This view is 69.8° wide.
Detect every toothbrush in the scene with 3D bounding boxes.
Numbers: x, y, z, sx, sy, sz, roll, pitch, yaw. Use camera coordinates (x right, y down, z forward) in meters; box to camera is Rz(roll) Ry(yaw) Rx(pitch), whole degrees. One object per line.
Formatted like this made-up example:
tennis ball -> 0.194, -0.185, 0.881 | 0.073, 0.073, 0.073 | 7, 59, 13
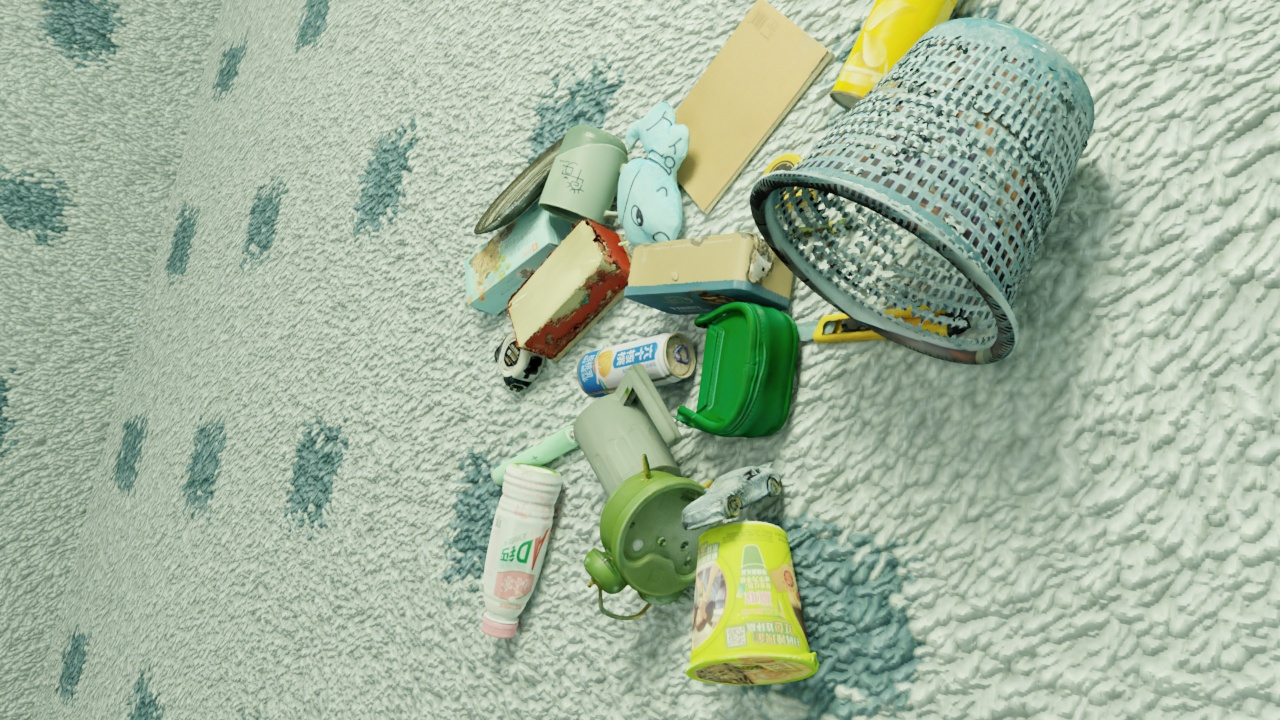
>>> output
toothbrush -> 0.134, -0.124, 0.928 | 0.186, 0.017, 0.012 | -5, 103, 44
toothbrush -> -0.099, 0.100, 1.083 | 0.225, 0.026, 0.027 | -31, 87, 35

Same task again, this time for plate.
plate -> -0.150, -0.224, 1.204 | 0.180, 0.024, 0.179 | -39, 20, 17

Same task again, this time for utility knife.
utility knife -> 0.196, -0.029, 0.835 | 0.215, 0.015, 0.033 | -4, 72, 46

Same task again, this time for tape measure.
tape measure -> -0.151, -0.004, 1.167 | 0.066, 0.033, 0.065 | -47, 50, 27
tape measure -> 0.150, -0.177, 0.922 | 0.060, 0.028, 0.057 | -9, 71, 44

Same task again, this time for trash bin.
trash bin -> 0.231, -0.139, 0.705 | 0.227, 0.226, 0.195 | 28, 78, 47

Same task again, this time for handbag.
handbag -> 0.088, 0.010, 0.889 | 0.120, 0.068, 0.131 | -1, 79, 52

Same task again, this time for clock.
clock -> 0.010, 0.178, 0.884 | 0.056, 0.116, 0.161 | 26, 92, 58

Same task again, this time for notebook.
notebook -> 0.103, -0.286, 1.020 | 0.212, 0.012, 0.149 | -51, 46, 21

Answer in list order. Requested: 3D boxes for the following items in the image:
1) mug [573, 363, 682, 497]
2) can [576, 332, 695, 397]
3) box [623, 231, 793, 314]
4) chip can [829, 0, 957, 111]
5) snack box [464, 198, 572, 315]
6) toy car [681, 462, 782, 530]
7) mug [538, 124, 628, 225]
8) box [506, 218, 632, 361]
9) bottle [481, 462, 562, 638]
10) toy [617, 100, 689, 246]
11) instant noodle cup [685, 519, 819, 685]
mug -> -0.006, 0.083, 0.945 | 0.103, 0.083, 0.124 | 60, 136, 37
can -> -0.006, 0.006, 1.000 | 0.135, 0.053, 0.053 | -13, 67, 42
box -> 0.064, -0.085, 0.936 | 0.185, 0.089, 0.061 | -3, 75, 47
chip can -> 0.252, -0.327, 0.840 | 0.072, 0.072, 0.213 | 33, 102, 46
snack box -> -0.161, -0.134, 1.207 | 0.175, 0.051, 0.074 | -32, 55, 35
toy car -> 0.082, 0.122, 0.829 | 0.054, 0.120, 0.037 | -24, 87, 38
mug -> -0.054, -0.219, 1.113 | 0.112, 0.082, 0.106 | 20, 87, 14
box -> -0.090, -0.084, 1.100 | 0.169, 0.076, 0.091 | -44, 49, 27
bottle -> -0.144, 0.220, 1.061 | 0.068, 0.068, 0.197 | 14, 90, 47
toy -> 0.012, -0.203, 1.049 | 0.157, 0.049, 0.161 | -55, 49, 31
instant noodle cup -> 0.093, 0.209, 0.800 | 0.112, 0.111, 0.123 | -26, 51, 37
